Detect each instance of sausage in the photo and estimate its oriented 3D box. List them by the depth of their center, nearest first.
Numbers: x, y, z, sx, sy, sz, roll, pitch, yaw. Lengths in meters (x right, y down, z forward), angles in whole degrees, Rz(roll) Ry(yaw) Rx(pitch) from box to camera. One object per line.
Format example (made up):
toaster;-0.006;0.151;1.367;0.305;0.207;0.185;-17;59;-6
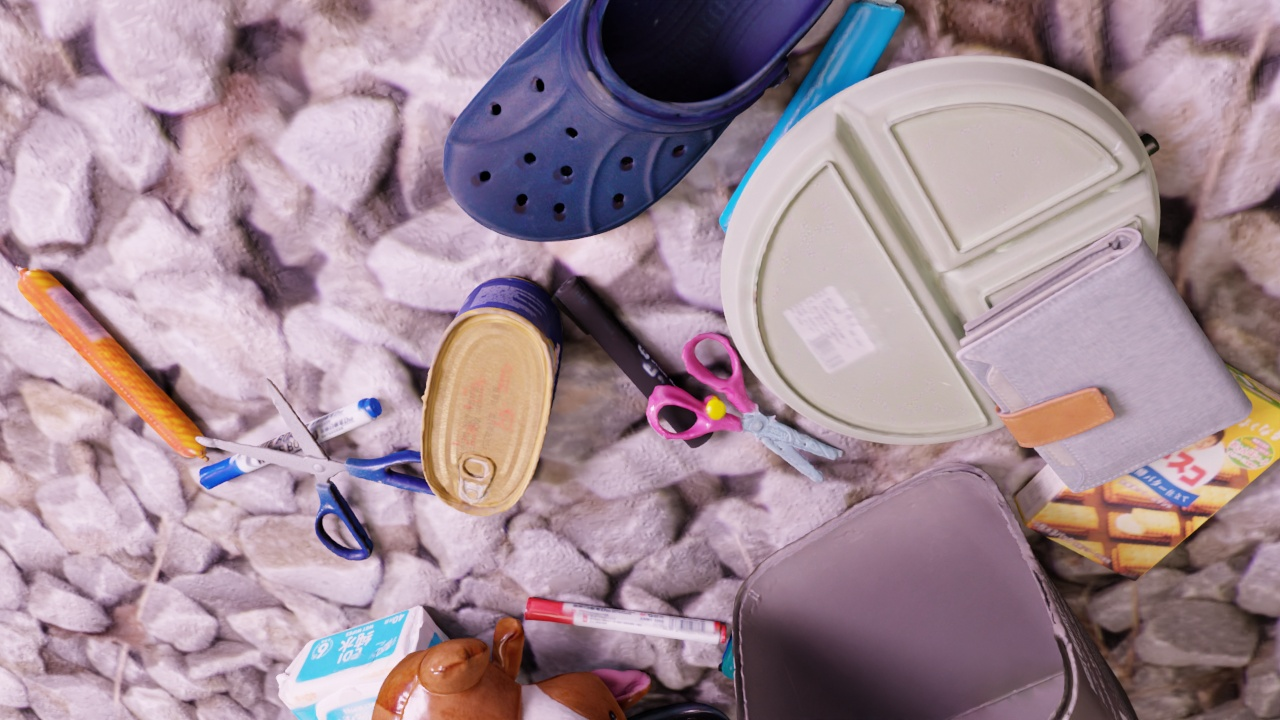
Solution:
sausage;-0.335;0.005;0.587;0.021;0.021;0.165;-25;114;19

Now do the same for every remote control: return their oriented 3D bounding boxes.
remote control;0.010;0.293;0.715;0.137;0.024;0.053;-27;120;21

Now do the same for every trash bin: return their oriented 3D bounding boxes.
trash bin;0.201;0.219;0.564;0.199;0.198;0.219;-36;117;23

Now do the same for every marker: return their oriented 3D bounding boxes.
marker;-0.003;0.003;0.551;0.022;0.020;0.132;-31;112;29
marker;-0.233;0.055;0.608;0.146;0.016;0.017;-22;115;17
marker;-0.011;0.188;0.661;0.145;0.017;0.017;7;120;2

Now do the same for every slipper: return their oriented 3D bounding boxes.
slipper;0.009;-0.138;0.428;0.253;0.095;0.105;-40;106;21

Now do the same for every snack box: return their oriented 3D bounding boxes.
snack box;0.305;0.062;0.546;0.087;0.033;0.141;27;118;-10

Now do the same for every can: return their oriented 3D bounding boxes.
can;-0.089;0.023;0.555;0.074;0.049;0.148;14;121;-2

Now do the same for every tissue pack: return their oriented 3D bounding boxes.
tissue pack;-0.194;0.248;0.689;0.140;0.063;0.090;-21;116;17

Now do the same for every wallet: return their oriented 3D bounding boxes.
wallet;0.240;0.010;0.479;0.107;0.036;0.129;-36;114;23

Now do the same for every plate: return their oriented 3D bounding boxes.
plate;0.158;-0.043;0.485;0.230;0.027;0.231;1;124;1

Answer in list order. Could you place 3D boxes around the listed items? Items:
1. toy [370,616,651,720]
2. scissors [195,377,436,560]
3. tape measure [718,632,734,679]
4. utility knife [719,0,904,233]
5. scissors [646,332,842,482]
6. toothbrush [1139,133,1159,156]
toy;-0.078;0.255;0.622;0.199;0.140;0.131;31;163;-34
scissors;-0.201;0.077;0.608;0.176;0.012;0.163;6;129;-6
tape measure;0.087;0.212;0.660;0.054;0.025;0.058;15;121;-2
utility knife;0.094;-0.133;0.463;0.034;0.018;0.186;18;120;-22
scissors;0.073;0.029;0.559;0.137;0.017;0.077;20;95;-17
toothbrush;0.195;-0.056;0.500;0.017;0.012;0.186;40;116;-23
